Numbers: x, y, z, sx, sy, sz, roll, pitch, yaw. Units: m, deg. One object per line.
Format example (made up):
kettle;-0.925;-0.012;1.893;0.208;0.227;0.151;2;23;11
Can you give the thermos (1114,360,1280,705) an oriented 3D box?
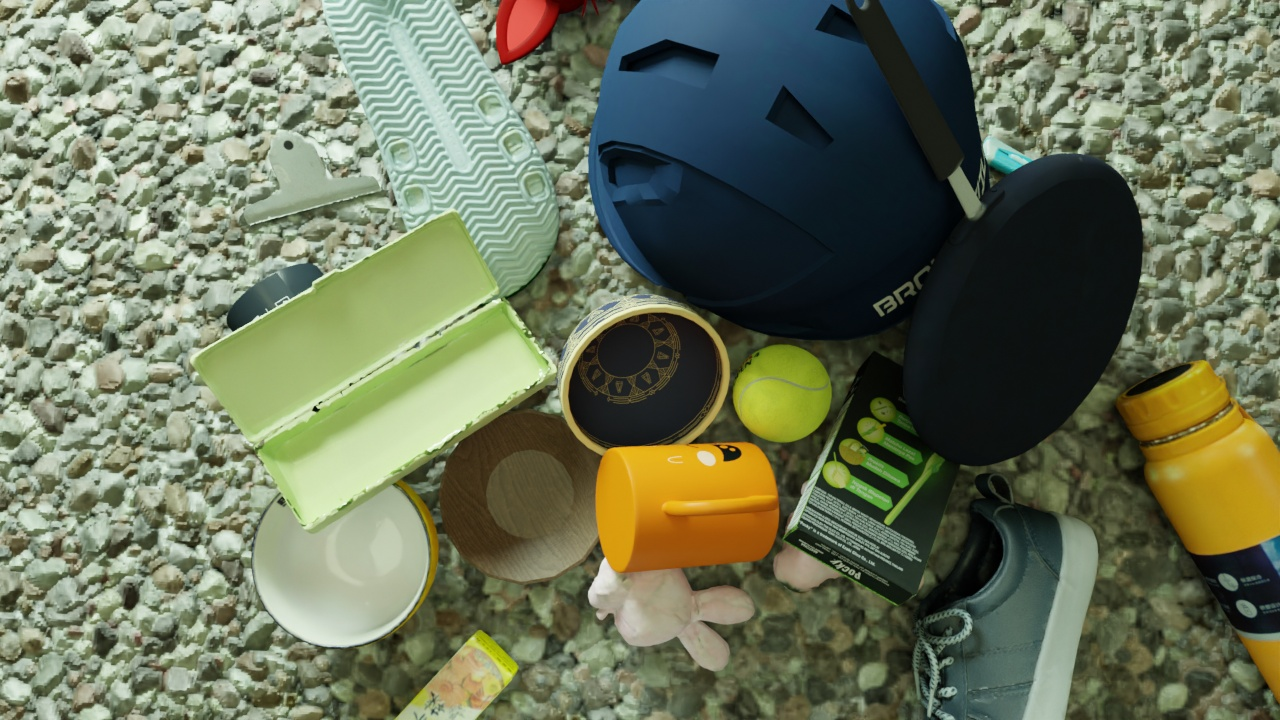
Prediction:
thermos;0.396;0.112;0.593;0.076;0.091;0.232;-32;84;31

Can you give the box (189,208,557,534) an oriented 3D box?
box;-0.163;0.005;0.584;0.187;0.047;0.141;-35;101;-16

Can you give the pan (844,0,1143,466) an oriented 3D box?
pan;0.194;-0.067;0.507;0.198;0.021;0.356;-49;128;-4

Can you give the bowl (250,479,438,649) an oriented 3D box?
bowl;-0.189;0.127;0.614;0.117;0.067;0.117;0;86;2

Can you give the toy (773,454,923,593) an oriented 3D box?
toy;0.138;0.108;0.611;0.099;0.053;0.095;4;73;-3

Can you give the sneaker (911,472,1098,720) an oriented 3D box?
sneaker;0.213;0.192;0.584;0.087;0.089;0.235;20;81;0

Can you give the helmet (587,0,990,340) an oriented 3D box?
helmet;0.069;-0.148;0.573;0.272;0.223;0.232;27;86;41

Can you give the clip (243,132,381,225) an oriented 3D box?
clip;-0.242;-0.135;0.656;0.101;0.040;0.054;-15;98;0

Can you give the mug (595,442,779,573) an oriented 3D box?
mug;0.034;0.091;0.572;0.095;0.113;0.077;0;84;-20

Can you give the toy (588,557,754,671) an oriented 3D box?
toy;0.019;0.164;0.615;0.110;0.047;0.063;26;95;-5

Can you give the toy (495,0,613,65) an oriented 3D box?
toy;-0.063;-0.324;0.625;0.158;0.120;0.197;-22;93;-2

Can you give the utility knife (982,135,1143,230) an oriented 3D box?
utility knife;0.293;-0.120;0.639;0.123;0.015;0.022;28;62;3

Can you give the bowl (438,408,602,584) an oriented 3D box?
bowl;-0.077;0.093;0.631;0.118;0.030;0.118;0;86;2

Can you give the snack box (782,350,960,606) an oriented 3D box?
snack box;0.157;0.071;0.590;0.080;0.025;0.147;29;58;4

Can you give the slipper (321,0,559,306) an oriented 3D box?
slipper;-0.133;-0.158;0.628;0.104;0.074;0.245;-24;102;-3

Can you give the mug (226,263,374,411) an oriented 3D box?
mug;-0.239;-0.004;0.632;0.105;0.071;0.077;-41;84;26

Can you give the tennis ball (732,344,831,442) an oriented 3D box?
tennis ball;0.094;0.022;0.611;0.065;0.065;0.065;0;85;2

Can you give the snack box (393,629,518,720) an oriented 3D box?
snack box;-0.148;0.252;0.622;0.040;0.029;0.148;43;89;5

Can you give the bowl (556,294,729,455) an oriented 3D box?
bowl;-0.004;0.004;0.612;0.112;0.061;0.113;-7;118;-14
